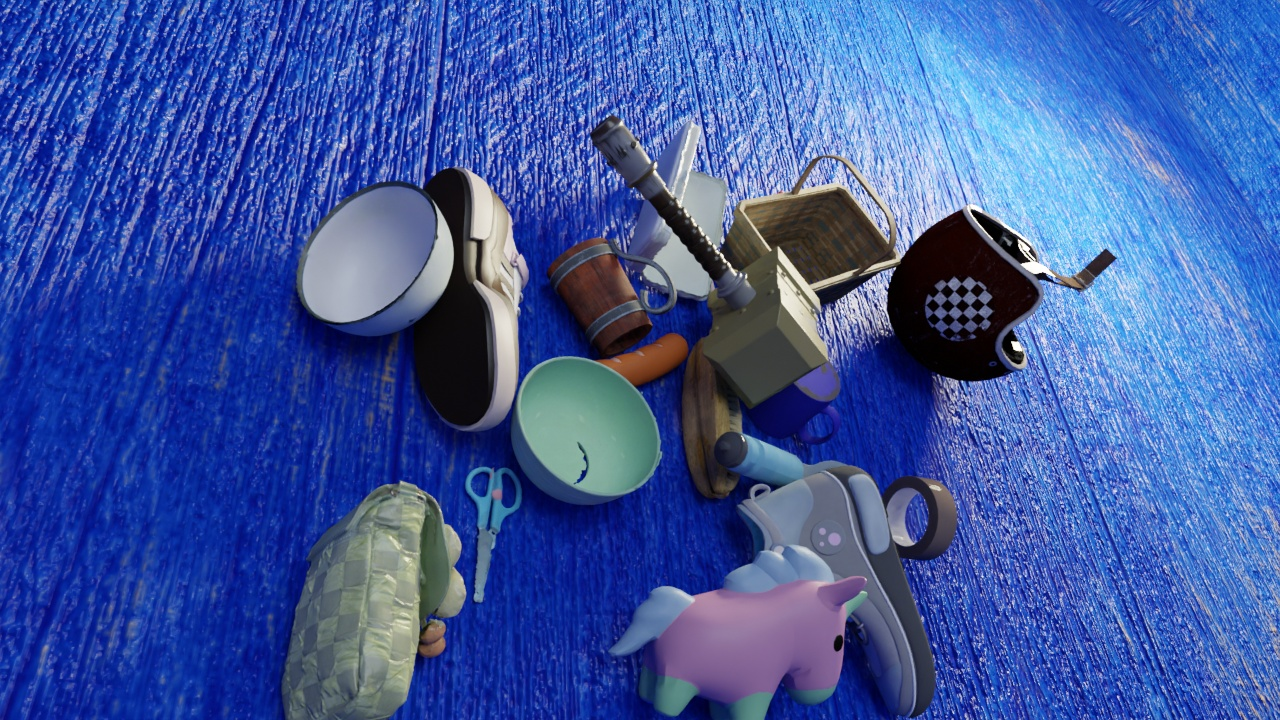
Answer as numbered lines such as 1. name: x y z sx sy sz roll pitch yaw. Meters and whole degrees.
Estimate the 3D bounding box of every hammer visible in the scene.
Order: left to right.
1. hammer: 0.062 -0.125 0.983 0.325 0.101 0.189 48 23 -18

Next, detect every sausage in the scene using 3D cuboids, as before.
1. sausage: -0.006 0.006 1.005 0.163 0.039 0.044 -20 72 -43

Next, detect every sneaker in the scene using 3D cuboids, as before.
1. sneaker: -0.153 -0.052 0.921 0.116 0.112 0.293 24 42 -46
2. sneaker: 0.189 0.243 0.928 0.160 0.093 0.256 -12 80 -8

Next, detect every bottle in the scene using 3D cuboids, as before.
1. bottle: 0.121 0.103 0.952 0.130 0.040 0.040 25 42 -45

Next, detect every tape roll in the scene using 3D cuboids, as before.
1. tape roll: 0.314 0.180 1.046 0.030 0.094 0.093 11 51 -28

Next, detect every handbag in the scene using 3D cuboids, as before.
1. handbag: -0.193 0.190 0.690 0.116 0.113 0.186 26 47 -34

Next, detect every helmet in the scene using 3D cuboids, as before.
1. helmet: 0.472 -0.095 1.260 0.234 0.254 0.232 40 29 3

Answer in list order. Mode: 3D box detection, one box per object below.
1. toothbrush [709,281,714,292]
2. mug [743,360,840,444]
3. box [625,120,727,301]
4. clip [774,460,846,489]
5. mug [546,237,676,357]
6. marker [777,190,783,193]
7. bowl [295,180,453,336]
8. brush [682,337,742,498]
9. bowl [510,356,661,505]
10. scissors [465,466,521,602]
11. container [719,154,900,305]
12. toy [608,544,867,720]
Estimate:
1. toothbrush: 0.095 -0.053 1.140 0.018 0.016 0.181 4 55 -25
2. mug: 0.187 0.048 1.071 0.111 0.084 0.079 48 44 8
3. box: 0.056 -0.193 1.132 0.130 0.106 0.210 16 58 -11
4. clip: 0.216 0.151 1.052 0.164 0.031 0.169 -17 69 -44
5. mug: -0.028 -0.077 1.008 0.111 0.117 0.081 59 10 13
6. marker: 0.248 -0.196 1.361 0.012 0.013 0.142 -23 71 -43
7. bowl: -0.238 -0.087 0.862 0.073 0.153 0.153 47 23 -56
8. brush: 0.079 0.061 1.004 0.043 0.059 0.195 23 50 -33
9. bowl: -0.062 0.077 0.881 0.150 0.077 0.150 18 48 -22
10. scissors: -0.136 0.152 0.819 0.055 0.015 0.136 21 43 -22
11. container: 0.238 -0.164 1.201 0.249 0.187 0.157 -19 68 -42
12. toy: 0.089 0.236 0.809 0.222 0.120 0.171 22 79 -15
